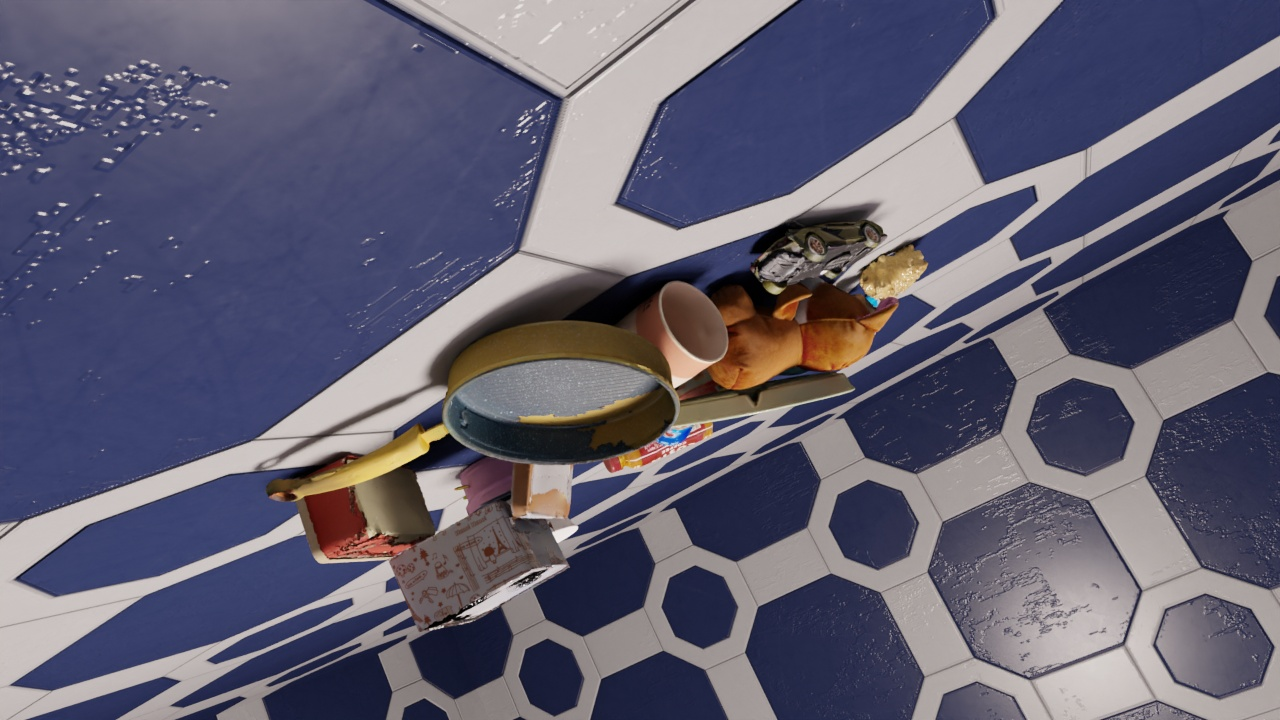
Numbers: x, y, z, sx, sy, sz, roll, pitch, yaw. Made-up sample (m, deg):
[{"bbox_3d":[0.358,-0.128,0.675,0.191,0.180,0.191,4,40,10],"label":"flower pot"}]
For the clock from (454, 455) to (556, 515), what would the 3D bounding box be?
[{"bbox_3d":[-0.155,0.145,1.167,0.158,0.059,0.117,-22,165,-10],"label":"clock"}]

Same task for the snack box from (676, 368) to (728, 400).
[{"bbox_3d":[0.039,0.035,1.118,0.153,0.025,0.075,-29,139,10],"label":"snack box"}]

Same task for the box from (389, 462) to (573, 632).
[{"bbox_3d":[-0.130,0.159,0.945,0.270,0.134,0.179,-58,167,-5],"label":"box"}]

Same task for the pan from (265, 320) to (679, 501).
[{"bbox_3d":[-0.144,0.059,0.777,0.357,0.078,0.198,-8,149,6],"label":"pan"}]

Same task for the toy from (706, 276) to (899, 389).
[{"bbox_3d":[0.156,-0.035,0.946,0.199,0.130,0.140,-2,165,-12],"label":"toy"}]

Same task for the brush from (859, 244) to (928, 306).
[{"bbox_3d":[0.313,-0.093,1.192,0.083,0.046,0.254,-31,170,1],"label":"brush"}]

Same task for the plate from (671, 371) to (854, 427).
[{"bbox_3d":[0.122,0.043,1.024,0.230,0.027,0.230,-11,179,0],"label":"plate"}]

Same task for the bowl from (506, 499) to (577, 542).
[{"bbox_3d":[-0.143,0.203,1.135,0.118,0.064,0.118,-23,164,-7],"label":"bowl"}]

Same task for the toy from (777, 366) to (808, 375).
[{"bbox_3d":[0.180,-0.011,1.092,0.162,0.050,0.156,-22,-172,24],"label":"toy"}]

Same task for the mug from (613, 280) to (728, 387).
[{"bbox_3d":[0.024,-0.012,0.849,0.114,0.081,0.106,-6,158,-48],"label":"mug"}]

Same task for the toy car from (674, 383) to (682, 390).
[{"bbox_3d":[0.023,0.019,1.053,0.048,0.032,0.105,3,140,-35],"label":"toy car"}]

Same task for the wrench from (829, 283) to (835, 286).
[{"bbox_3d":[0.120,-0.019,1.128,0.274,0.016,0.056,-30,151,12],"label":"wrench"}]

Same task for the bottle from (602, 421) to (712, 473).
[{"bbox_3d":[0.025,0.122,1.411,0.174,0.057,0.058,-21,166,-18],"label":"bottle"}]

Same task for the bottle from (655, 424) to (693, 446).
[{"bbox_3d":[0.043,0.081,1.278,0.065,0.065,0.219,-24,167,-11],"label":"bottle"}]

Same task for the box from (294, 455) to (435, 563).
[{"bbox_3d":[-0.261,0.147,0.907,0.076,0.091,0.168,-24,167,4],"label":"box"}]

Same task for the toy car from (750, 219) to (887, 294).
[{"bbox_3d":[0.170,-0.102,0.866,0.157,0.042,0.070,-13,161,-40],"label":"toy car"}]

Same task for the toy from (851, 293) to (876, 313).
[{"bbox_3d":[0.241,-0.042,1.178,0.105,0.066,0.158,3,164,-26],"label":"toy"}]
